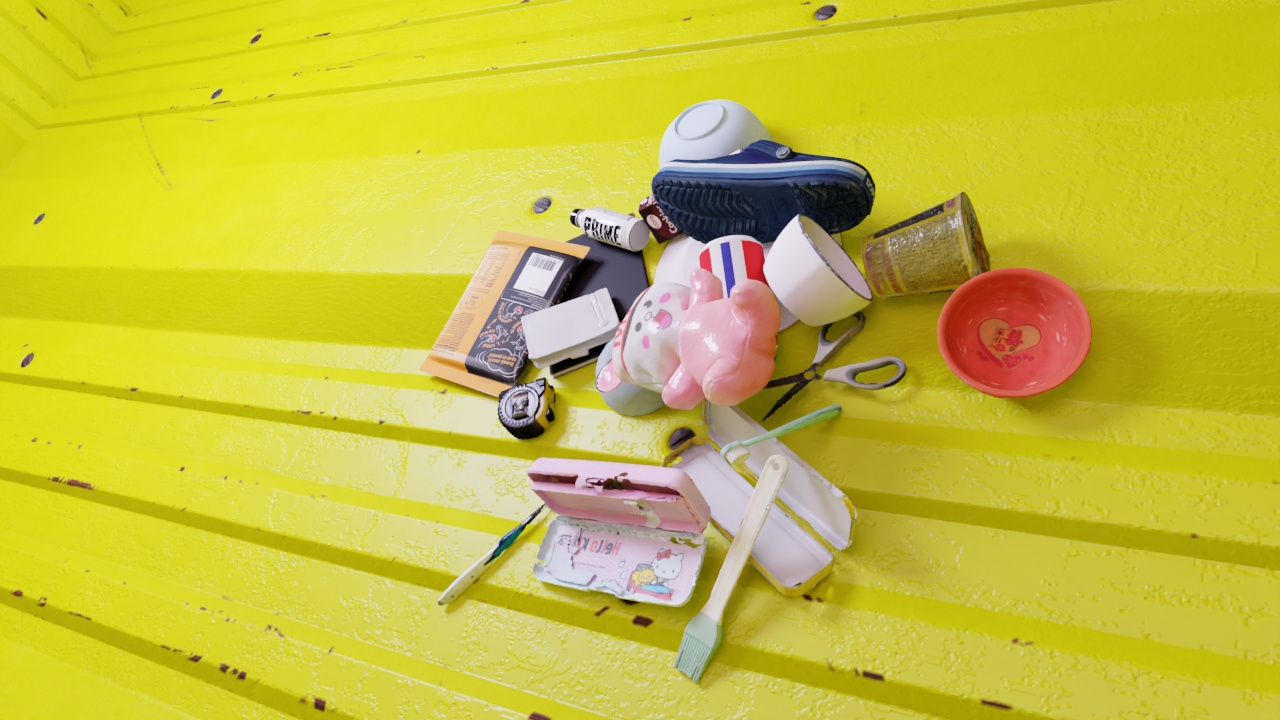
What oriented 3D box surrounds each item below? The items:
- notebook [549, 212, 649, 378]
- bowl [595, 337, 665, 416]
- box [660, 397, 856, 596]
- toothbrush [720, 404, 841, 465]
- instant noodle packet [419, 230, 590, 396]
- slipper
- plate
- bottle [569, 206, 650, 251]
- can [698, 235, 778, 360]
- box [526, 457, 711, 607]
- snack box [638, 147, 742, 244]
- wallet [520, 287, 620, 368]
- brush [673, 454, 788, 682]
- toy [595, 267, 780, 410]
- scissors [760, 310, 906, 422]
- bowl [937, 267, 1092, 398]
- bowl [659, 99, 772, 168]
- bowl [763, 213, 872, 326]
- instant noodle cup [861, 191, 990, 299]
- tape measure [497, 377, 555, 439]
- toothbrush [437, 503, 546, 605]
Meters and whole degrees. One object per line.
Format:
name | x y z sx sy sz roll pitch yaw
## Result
notebook | -0.057 -0.085 1.144 0.141 0.008 0.208 -21 50 14
bowl | -0.006 0.006 1.025 0.106 0.039 0.106 -11 59 20
box | 0.102 0.118 0.866 0.083 0.080 0.210 -30 45 -20
toothbrush | 0.137 0.066 0.854 0.180 0.016 0.016 -16 44 -44
instant noodle packet | -0.175 -0.065 1.169 0.160 0.032 0.220 15 71 34
slipper | 0.139 -0.191 1.024 0.253 0.105 0.095 6 55 28
plate | 0.118 -0.116 1.063 0.230 0.021 0.229 -14 52 19
bottle | -0.043 -0.170 1.162 0.116 0.041 0.041 22 70 37
can | 0.104 -0.061 0.977 0.070 0.070 0.132 -12 73 20
box | -0.035 0.165 0.893 0.202 0.101 0.102 0 48 38
snack box | 0.071 -0.197 1.107 0.141 0.051 0.031 -24 29 21
wallet | -0.081 -0.038 1.094 0.116 0.032 0.086 -19 47 5
brush | 0.085 0.186 0.833 0.033 0.012 0.217 23 89 35
toy | 0.045 -0.018 0.917 0.214 0.084 0.141 5 72 50
scissors | 0.190 0.006 0.934 0.158 0.012 0.168 7 54 31
bowl | 0.344 -0.019 0.850 0.131 0.045 0.130 -8 65 18
bowl | 0.085 -0.274 1.151 0.151 0.075 0.150 -16 49 18
bowl | 0.178 -0.087 0.948 0.066 0.116 0.116 -41 45 24
instant noodle cup | 0.286 -0.107 0.926 0.108 0.102 0.102 -14 52 30
tape measure | -0.134 0.058 1.062 0.067 0.038 0.062 -13 56 11
toothbrush | -0.149 0.196 0.992 0.189 0.016 0.017 -44 39 -6
